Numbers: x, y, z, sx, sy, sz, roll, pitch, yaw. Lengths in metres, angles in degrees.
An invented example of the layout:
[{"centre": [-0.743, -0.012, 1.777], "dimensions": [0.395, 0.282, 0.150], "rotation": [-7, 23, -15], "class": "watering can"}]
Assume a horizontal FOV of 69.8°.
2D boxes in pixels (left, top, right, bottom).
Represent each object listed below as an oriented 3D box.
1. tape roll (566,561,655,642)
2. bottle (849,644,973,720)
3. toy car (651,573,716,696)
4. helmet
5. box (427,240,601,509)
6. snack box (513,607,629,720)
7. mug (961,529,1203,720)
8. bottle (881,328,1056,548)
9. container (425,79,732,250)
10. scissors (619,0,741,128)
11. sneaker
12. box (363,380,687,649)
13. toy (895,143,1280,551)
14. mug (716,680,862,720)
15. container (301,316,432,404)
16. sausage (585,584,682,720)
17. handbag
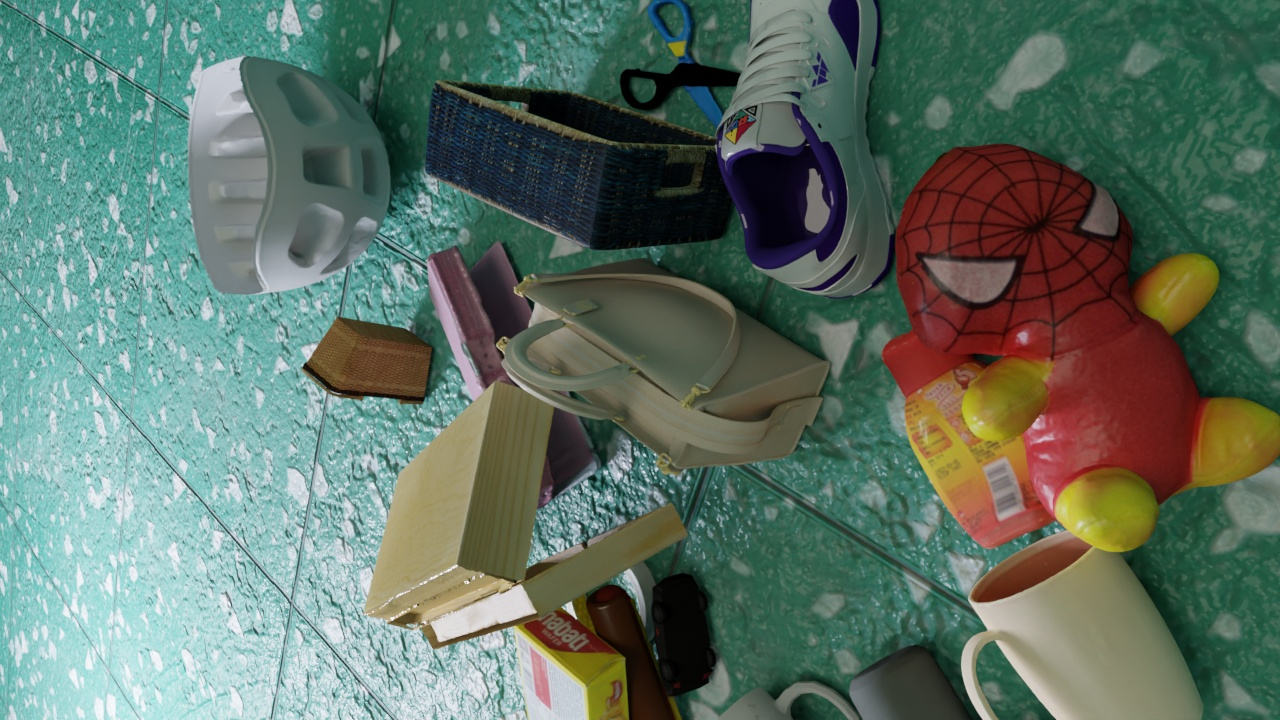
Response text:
[{"centre": [-0.025, 0.200, 0.770], "dimensions": [0.094, 0.019, 0.094], "rotation": [6, 99, 40], "class": "tape roll"}, {"centre": [0.181, 0.238, 0.571], "dimensions": [0.060, 0.060, 0.108], "rotation": [-43, 68, 36], "class": "bottle"}, {"centre": [0.029, 0.211, 0.712], "dimensions": [0.036, 0.042, 0.091], "rotation": [-8, 90, 63], "class": "toy car"}, {"centre": [-0.371, -0.175, 0.909], "dimensions": [0.283, 0.183, 0.224], "rotation": [-4, 87, 34], "class": "helmet"}, {"centre": [-0.112, 0.010, 0.811], "dimensions": [0.232, 0.080, 0.099], "rotation": [64, 164, 15], "class": "box"}, {"centre": [-0.052, 0.299, 0.748], "dimensions": [0.092, 0.042, 0.201], "rotation": [25, 129, 41], "class": "snack box"}, {"centre": [0.230, 0.162, 0.492], "dimensions": [0.104, 0.111, 0.085], "rotation": [57, 170, 9], "class": "mug"}, {"centre": [0.194, 0.039, 0.541], "dimensions": [0.072, 0.048, 0.134], "rotation": [-40, 70, 39], "class": "bottle"}, {"centre": [-0.043, -0.142, 0.658], "dimensions": [0.187, 0.145, 0.071], "rotation": [28, 117, 35], "class": "container"}, {"centre": [0.028, -0.203, 0.675], "dimensions": [0.109, 0.018, 0.131], "rotation": [-45, 66, 38], "class": "scissors"}, {"centre": [0.088, -0.157, 0.565], "dimensions": [0.092, 0.111, 0.244], "rotation": [-8, 90, 41], "class": "sneaker"}, {"centre": [-0.107, 0.138, 0.670], "dimensions": [0.179, 0.141, 0.249], "rotation": [36, 148, -11], "class": "box"}, {"centre": [0.213, -0.016, 0.475], "dimensions": [0.216, 0.147, 0.099], "rotation": [61, 162, 14], "class": "toy"}, {"centre": [0.103, 0.281, 0.640], "dimensions": [0.096, 0.083, 0.119], "rotation": [41, 91, 29], "class": "mug"}, {"centre": [-0.258, 0.000, 0.890], "dimensions": [0.063, 0.113, 0.061], "rotation": [31, 102, 34], "class": "container"}, {"centre": [-0.001, 0.249, 0.725], "dimensions": [0.040, 0.040, 0.155], "rotation": [-12, 101, 41], "class": "sausage"}, {"centre": [-0.003, 0.003, 0.608], "dimensions": [0.195, 0.197, 0.101], "rotation": [34, 116, 33], "class": "handbag"}]
